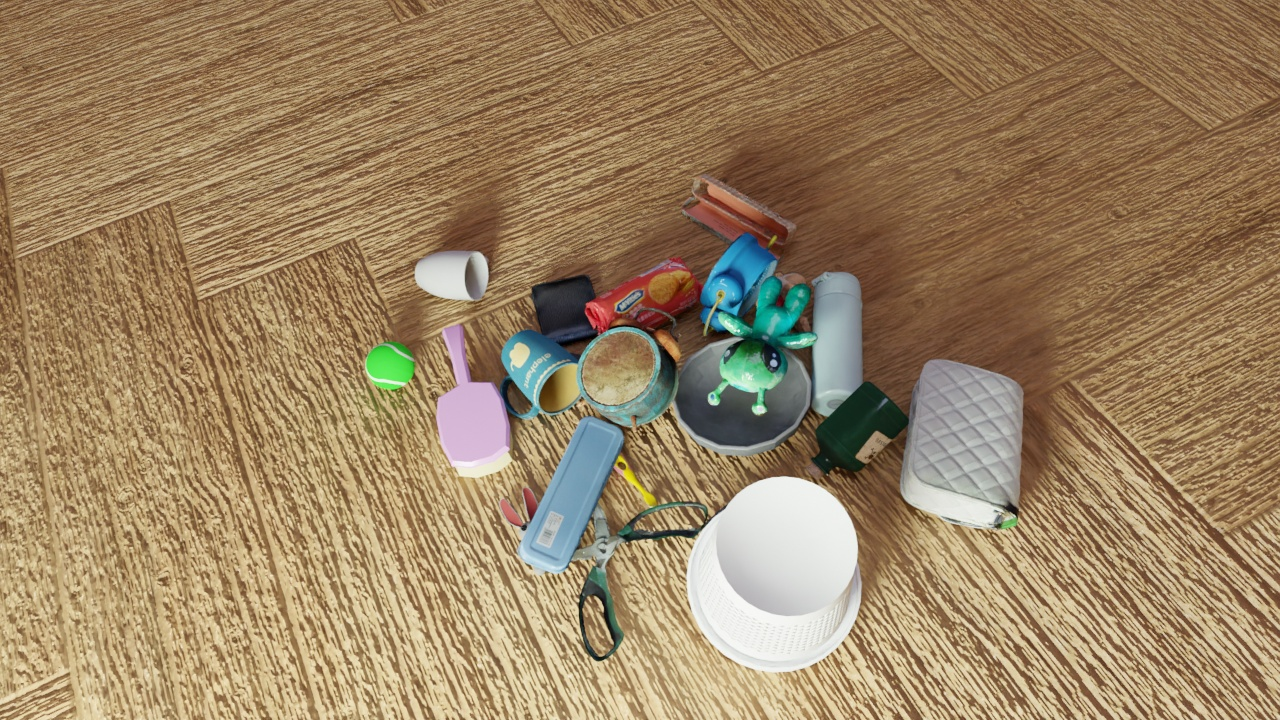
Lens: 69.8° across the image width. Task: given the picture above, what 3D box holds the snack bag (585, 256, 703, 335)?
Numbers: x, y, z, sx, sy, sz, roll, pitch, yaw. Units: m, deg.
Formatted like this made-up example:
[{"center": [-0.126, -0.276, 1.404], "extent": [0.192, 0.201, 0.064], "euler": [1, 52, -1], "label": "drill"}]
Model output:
[{"center": [0.004, -0.081, 1.267], "extent": [0.176, 0.082, 0.082], "euler": [-30, 57, -24], "label": "snack bag"}]

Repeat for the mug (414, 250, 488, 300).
[{"center": [-0.272, -0.133, 1.351], "extent": [0.089, 0.071, 0.107], "euler": [5, 27, 19], "label": "mug"}]

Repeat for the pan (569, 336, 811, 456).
[{"center": [0.049, 0.033, 1.213], "extent": [0.358, 0.041, 0.178], "euler": [12, 56, 20], "label": "pan"}]

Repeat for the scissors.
[{"center": [-0.008, 0.240, 1.076], "extent": [0.202, 0.015, 0.201], "euler": [-16, 56, 5], "label": "scissors"}]

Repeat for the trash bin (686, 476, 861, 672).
[{"center": [0.144, 0.213, 0.955], "extent": [0.195, 0.200, 0.195], "euler": [-2, 66, 4], "label": "trash bin"}]

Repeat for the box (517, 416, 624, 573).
[{"center": [-0.082, 0.162, 1.121], "extent": [0.066, 0.037, 0.209], "euler": [22, 57, 4], "label": "box"}]

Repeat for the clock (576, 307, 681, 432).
[{"center": [-0.007, 0.006, 1.169], "extent": [0.121, 0.073, 0.157], "euler": [22, 78, 30], "label": "clock"}]

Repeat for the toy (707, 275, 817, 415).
[{"center": [0.157, -0.021, 1.165], "extent": [0.131, 0.072, 0.193], "euler": [17, 67, 25], "label": "toy"}]

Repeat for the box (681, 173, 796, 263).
[{"center": [0.143, -0.210, 1.370], "extent": [0.187, 0.085, 0.048], "euler": [35, 32, 28], "label": "box"}]

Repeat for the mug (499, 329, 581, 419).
[{"center": [-0.142, 0.022, 1.221], "extent": [0.104, 0.084, 0.112], "euler": [41, 96, 35], "label": "mug"}]

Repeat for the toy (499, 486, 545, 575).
[{"center": [-0.132, 0.208, 1.112], "extent": [0.049, 0.030, 0.111], "euler": [-27, 55, -7], "label": "toy"}]

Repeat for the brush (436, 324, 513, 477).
[{"center": [-0.229, 0.050, 1.224], "extent": [0.089, 0.043, 0.228], "euler": [-16, 55, -6], "label": "brush"}]

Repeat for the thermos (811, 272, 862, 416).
[{"center": [0.261, -0.027, 1.216], "extent": [0.078, 0.065, 0.206], "euler": [26, 52, -23], "label": "thermos"}]

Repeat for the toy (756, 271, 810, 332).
[{"center": [0.205, -0.084, 1.269], "extent": [0.074, 0.085, 0.105], "euler": [-22, 25, 29], "label": "toy"}]

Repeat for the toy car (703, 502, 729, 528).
[{"center": [0.121, 0.184, 1.099], "extent": [0.092, 0.037, 0.040], "euler": [-32, 58, -16], "label": "toy car"}]

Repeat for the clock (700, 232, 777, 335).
[{"center": [0.126, -0.100, 1.255], "extent": [0.060, 0.117, 0.161], "euler": [34, 65, 12], "label": "clock"}]

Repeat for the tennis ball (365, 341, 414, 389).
[{"center": [-0.341, 0.007, 1.252], "extent": [0.065, 0.065, 0.065], "euler": [-3, 55, 4], "label": "tennis ball"}]

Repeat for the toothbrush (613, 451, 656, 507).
[{"center": [-0.019, 0.139, 1.160], "extent": [0.021, 0.016, 0.135], "euler": [-32, 56, -14], "label": "toothbrush"}]

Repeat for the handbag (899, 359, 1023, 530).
[{"center": [0.391, 0.100, 1.112], "extent": [0.139, 0.073, 0.194], "euler": [16, 57, 6], "label": "handbag"}]

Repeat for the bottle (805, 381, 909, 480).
[{"center": [0.256, 0.094, 1.121], "extent": [0.131, 0.061, 0.061], "euler": [-45, 31, 5], "label": "bottle"}]

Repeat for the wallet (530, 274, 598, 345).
[{"center": [-0.105, -0.073, 1.309], "extent": [0.089, 0.026, 0.114], "euler": [-14, 55, -6], "label": "wallet"}]
